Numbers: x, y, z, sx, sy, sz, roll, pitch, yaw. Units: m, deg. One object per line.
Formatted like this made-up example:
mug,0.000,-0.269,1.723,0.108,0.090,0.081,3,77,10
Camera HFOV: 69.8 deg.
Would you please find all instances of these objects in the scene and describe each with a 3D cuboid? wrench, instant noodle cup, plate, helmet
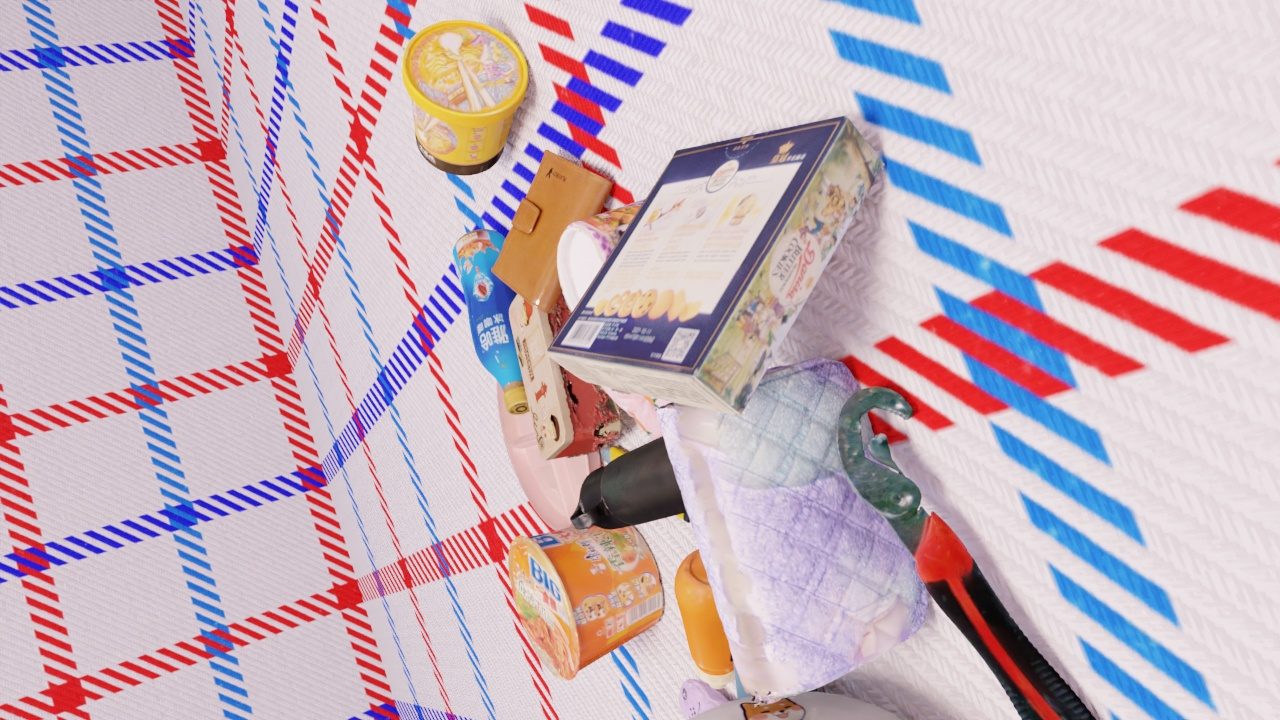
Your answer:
wrench,0.193,0.135,0.528,0.273,0.056,0.016,61,-177,19
instant noodle cup,-0.054,0.235,0.941,0.151,0.111,0.151,35,133,49
plate,-0.105,0.084,1.044,0.229,0.028,0.230,34,132,50
instant noodle cup,-0.177,-0.256,0.920,0.118,0.118,0.115,64,159,17
instant noodle cup,-0.005,-0.074,0.717,0.111,0.099,0.112,38,136,49
helmet,0.093,0.315,0.613,0.156,0.274,0.230,-77,-28,-69

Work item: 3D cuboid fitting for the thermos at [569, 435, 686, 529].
thermos,0.019,0.102,0.752,0.068,0.089,0.243,55,145,-2

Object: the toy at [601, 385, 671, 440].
toy,-0.005,0.005,0.803,0.159,0.054,0.121,54,156,22

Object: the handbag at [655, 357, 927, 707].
handbag,0.096,0.102,0.590,0.076,0.134,0.194,-24,82,60

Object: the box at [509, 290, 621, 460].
box,-0.069,0.006,0.903,0.092,0.075,0.168,-42,59,59

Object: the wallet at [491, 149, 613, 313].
wallet,-0.085,-0.121,0.847,0.108,0.031,0.132,38,104,48

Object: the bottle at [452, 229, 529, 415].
bottle,-0.151,-0.042,0.984,0.065,0.065,0.218,116,141,-51

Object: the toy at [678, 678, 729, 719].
toy,0.073,0.336,0.846,0.108,0.038,0.084,19,129,55

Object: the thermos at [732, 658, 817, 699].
thermos,0.102,0.219,0.706,0.070,0.070,0.220,14,115,58

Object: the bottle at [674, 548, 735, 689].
bottle,0.065,0.230,0.790,0.067,0.066,0.150,39,143,47

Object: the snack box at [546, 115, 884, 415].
snack box,0.040,-0.061,0.581,0.046,0.182,0.178,39,165,-28

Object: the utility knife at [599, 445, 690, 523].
utility knife,0.005,0.110,0.875,0.181,0.015,0.033,25,113,55
